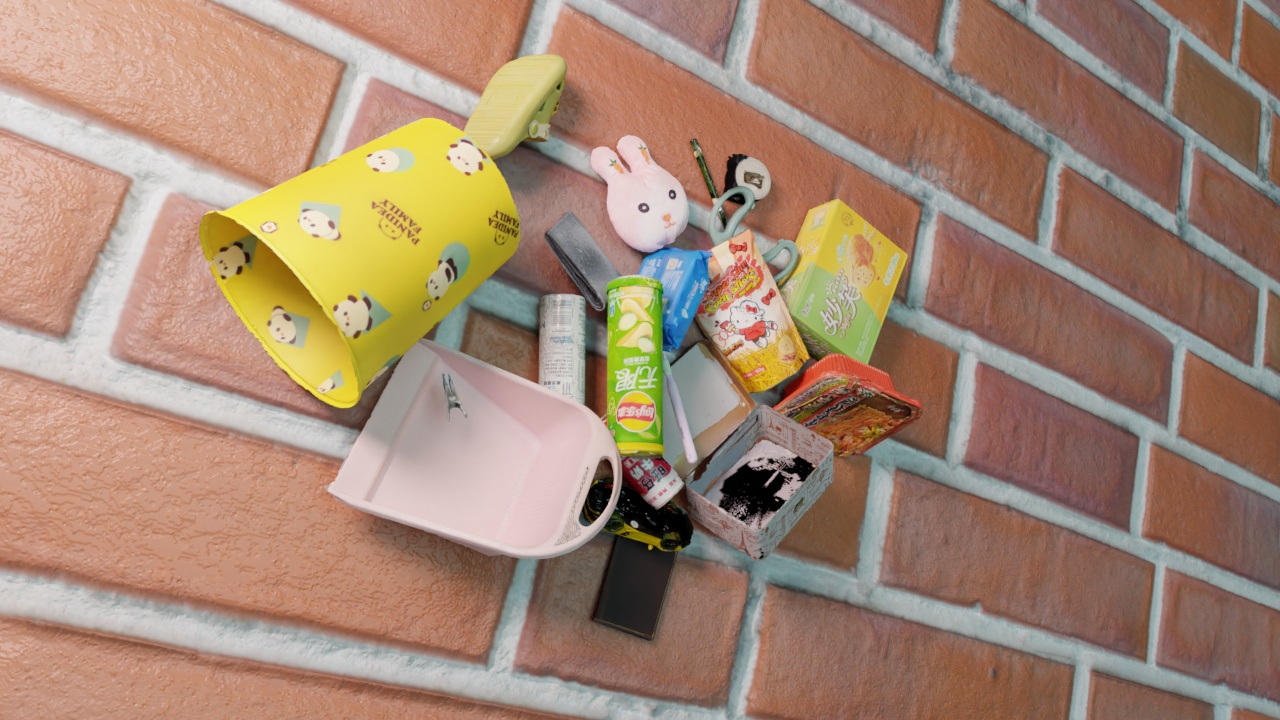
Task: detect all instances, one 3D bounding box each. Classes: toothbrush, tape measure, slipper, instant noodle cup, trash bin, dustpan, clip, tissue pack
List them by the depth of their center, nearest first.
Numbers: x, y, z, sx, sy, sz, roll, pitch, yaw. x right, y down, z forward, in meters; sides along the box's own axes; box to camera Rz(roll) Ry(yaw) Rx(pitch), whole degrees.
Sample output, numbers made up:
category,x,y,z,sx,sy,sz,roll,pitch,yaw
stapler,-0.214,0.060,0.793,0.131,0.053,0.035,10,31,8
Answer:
category,x,y,z,sx,sy,sz,roll,pitch,yaw
trash bin,-0.281,-0.117,0.970,0.254,0.230,0.229,-44,105,-32
dustpan,-0.164,0.100,1.024,0.273,0.139,0.222,34,54,-25
clip,-0.211,0.041,1.031,0.029,0.025,0.057,-12,66,-15
slipper,-0.153,-0.305,1.145,0.190,0.092,0.082,-63,152,-30
toothbrush,0.043,0.047,1.187,0.021,0.029,0.189,20,46,-48
tissue pack,0.033,-0.081,1.203,0.052,0.095,0.157,43,64,-44
instant noodle cup,0.284,0.061,1.300,0.188,0.165,0.079,21,50,-26
toothbrush,0.109,-0.228,1.307,0.012,0.017,0.186,-23,96,-13
tape measure,0.155,-0.260,1.328,0.066,0.034,0.065,10,80,-27

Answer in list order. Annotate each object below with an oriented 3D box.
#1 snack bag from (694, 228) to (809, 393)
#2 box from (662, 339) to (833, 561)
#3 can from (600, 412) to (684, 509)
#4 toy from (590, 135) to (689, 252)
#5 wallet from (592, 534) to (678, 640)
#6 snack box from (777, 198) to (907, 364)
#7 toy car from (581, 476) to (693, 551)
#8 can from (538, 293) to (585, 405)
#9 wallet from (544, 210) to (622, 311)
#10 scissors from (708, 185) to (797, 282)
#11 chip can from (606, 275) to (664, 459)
category,x,y,z,sx,sy,sz,roll,pitch,yaw
snack bag,0.142,-0.063,1.271,0.128,0.073,0.208,-29,101,3
box,0.115,0.117,1.225,0.274,0.124,0.178,42,63,12
can,-0.007,0.123,1.158,0.133,0.053,0.053,47,63,3
toy,-0.002,-0.224,1.229,0.121,0.054,0.159,-32,91,-29
wallet,-0.005,0.288,1.178,0.096,0.020,0.122,27,71,-28
snack box,0.294,-0.109,1.365,0.157,0.070,0.209,33,69,-22
toy car,-0.002,0.201,1.166,0.155,0.041,0.071,23,36,-22
can,-0.097,-0.008,1.141,0.058,0.058,0.146,4,82,-29
wallet,-0.070,-0.128,1.169,0.121,0.019,0.097,53,26,-12
scissors,0.136,-0.169,1.294,0.172,0.019,0.179,-19,100,-13
chip can,-0.007,0.007,1.115,0.072,0.073,0.221,6,77,-28
